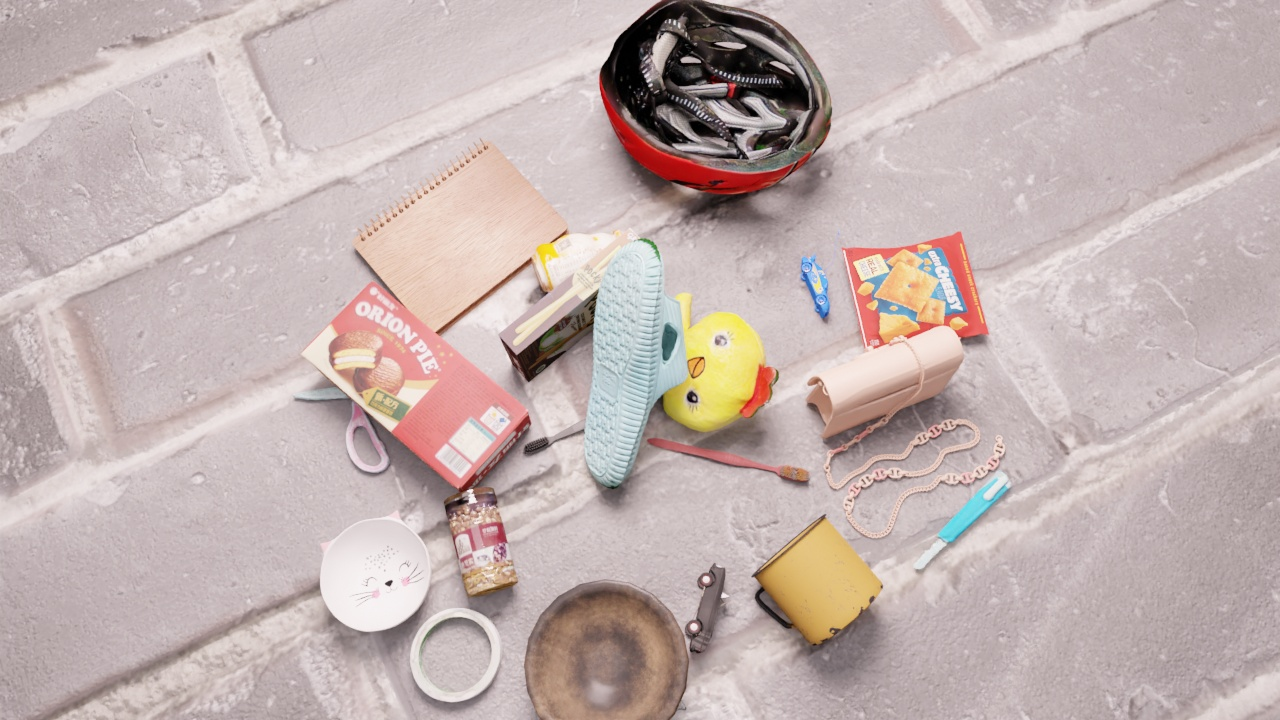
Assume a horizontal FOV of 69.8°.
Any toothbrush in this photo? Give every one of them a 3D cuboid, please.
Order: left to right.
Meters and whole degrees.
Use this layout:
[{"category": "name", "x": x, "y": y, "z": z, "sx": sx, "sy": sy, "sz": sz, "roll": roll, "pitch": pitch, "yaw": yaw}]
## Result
[{"category": "toothbrush", "x": -0.055, "y": 0.069, "z": 1.036, "sx": 0.167, "sy": 0.013, "sz": 0.013, "roll": -23, "pitch": 73, "yaw": -9}, {"category": "toothbrush", "x": 0.097, "y": 0.108, "z": 1.019, "sx": 0.184, "sy": 0.016, "sz": 0.015, "roll": 12, "pitch": 79, "yaw": 6}]

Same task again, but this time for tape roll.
[{"category": "tape roll", "x": -0.192, "y": 0.307, "z": 0.958, "sx": 0.094, "sy": 0.018, "sz": 0.093, "roll": 0, "pitch": 73, "yaw": 1}]

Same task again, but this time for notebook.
[{"category": "notebook", "x": -0.218, "y": -0.152, "z": 1.103, "sx": 0.210, "sy": 0.022, "sz": 0.169, "roll": -40, "pitch": 77, "yaw": -11}]

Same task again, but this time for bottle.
[{"category": "bottle", "x": -0.170, "y": 0.193, "z": 0.974, "sx": 0.056, "sy": 0.056, "sz": 0.105, "roll": -17, "pitch": 73, "yaw": -5}, {"category": "bottle", "x": -0.070, "y": -0.119, "z": 1.070, "sx": 0.108, "sy": 0.063, "sz": 0.063, "roll": -21, "pitch": 73, "yaw": -9}]

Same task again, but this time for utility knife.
[{"category": "utility knife", "x": 0.346, "y": 0.173, "z": 0.994, "sx": 0.148, "sy": 0.015, "sz": 0.022, "roll": -39, "pitch": 67, "yaw": -11}]

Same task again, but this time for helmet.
[{"category": "helmet", "x": 0.086, "y": -0.297, "z": 1.068, "sx": 0.272, "sy": 0.167, "sz": 0.217, "roll": 22, "pitch": 74, "yaw": 8}]

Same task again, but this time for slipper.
[{"category": "slipper", "x": -0.006, "y": 0.006, "z": 0.969, "sx": 0.069, "sy": 0.116, "sz": 0.276, "roll": -3, "pitch": 111, "yaw": -32}]

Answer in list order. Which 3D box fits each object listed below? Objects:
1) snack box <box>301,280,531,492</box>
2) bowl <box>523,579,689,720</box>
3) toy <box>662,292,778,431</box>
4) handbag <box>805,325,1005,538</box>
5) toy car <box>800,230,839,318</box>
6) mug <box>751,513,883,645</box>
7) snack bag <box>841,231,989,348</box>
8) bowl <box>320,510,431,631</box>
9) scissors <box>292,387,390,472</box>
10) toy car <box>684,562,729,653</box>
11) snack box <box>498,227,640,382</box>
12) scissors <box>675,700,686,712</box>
[{"category": "snack box", "x": -0.244, "y": 0.030, "z": 1.010, "sx": 0.236, "sy": 0.060, "sz": 0.113, "roll": 38, "pitch": 76, "yaw": 9}, {"category": "bowl", "x": -0.032, "y": 0.306, "z": 0.924, "sx": 0.162, "sy": 0.070, "sz": 0.162, "roll": -2, "pitch": 69, "yaw": 4}, {"category": "toy", "x": 0.058, "y": 0.000, "z": 1.017, "sx": 0.208, "sy": 0.092, "sz": 0.134, "roll": 30, "pitch": 92, "yaw": 19}, {"category": "handbag", "x": 0.293, "y": 0.066, "z": 0.976, "sx": 0.198, "sy": 0.117, "sz": 0.187, "roll": -21, "pitch": 73, "yaw": -6}, {"category": "toy car", "x": 0.222, "y": -0.102, "z": 1.072, "sx": 0.062, "sy": 0.033, "sz": 0.092, "roll": -21, "pitch": 73, "yaw": 1}, {"category": "mug", "x": 0.175, "y": 0.233, "z": 0.942, "sx": 0.094, "sy": 0.100, "sz": 0.124, "roll": 50, "pitch": 120, "yaw": 12}, {"category": "snack bag", "x": 0.316, "y": -0.081, "z": 1.062, "sx": 0.144, "sy": 0.039, "sz": 0.130, "roll": -7, "pitch": 72, "yaw": -2}, {"category": "bowl", "x": -0.273, "y": 0.227, "z": 0.968, "sx": 0.115, "sy": 0.051, "sz": 0.114, "roll": 0, "pitch": 72, "yaw": 1}, {"category": "scissors", "x": -0.311, "y": 0.051, "z": 1.043, "sx": 0.170, "sy": 0.013, "sz": 0.174, "roll": -4, "pitch": 73, "yaw": -2}, {"category": "toy car", "x": 0.071, "y": 0.260, "z": 0.957, "sx": 0.037, "sy": 0.040, "sz": 0.092, "roll": 15, "pitch": 71, "yaw": 5}, {"category": "snack box", "x": -0.070, "y": -0.060, "z": 1.029, "sx": 0.185, "sy": 0.101, "sz": 0.031, "roll": -40, "pitch": 76, "yaw": -11}, {"category": "scissors", "x": 0.015, "y": 0.401, "z": 0.928, "sx": 0.120, "sy": 0.014, "sz": 0.159, "roll": 30, "pitch": 72, "yaw": 10}]
